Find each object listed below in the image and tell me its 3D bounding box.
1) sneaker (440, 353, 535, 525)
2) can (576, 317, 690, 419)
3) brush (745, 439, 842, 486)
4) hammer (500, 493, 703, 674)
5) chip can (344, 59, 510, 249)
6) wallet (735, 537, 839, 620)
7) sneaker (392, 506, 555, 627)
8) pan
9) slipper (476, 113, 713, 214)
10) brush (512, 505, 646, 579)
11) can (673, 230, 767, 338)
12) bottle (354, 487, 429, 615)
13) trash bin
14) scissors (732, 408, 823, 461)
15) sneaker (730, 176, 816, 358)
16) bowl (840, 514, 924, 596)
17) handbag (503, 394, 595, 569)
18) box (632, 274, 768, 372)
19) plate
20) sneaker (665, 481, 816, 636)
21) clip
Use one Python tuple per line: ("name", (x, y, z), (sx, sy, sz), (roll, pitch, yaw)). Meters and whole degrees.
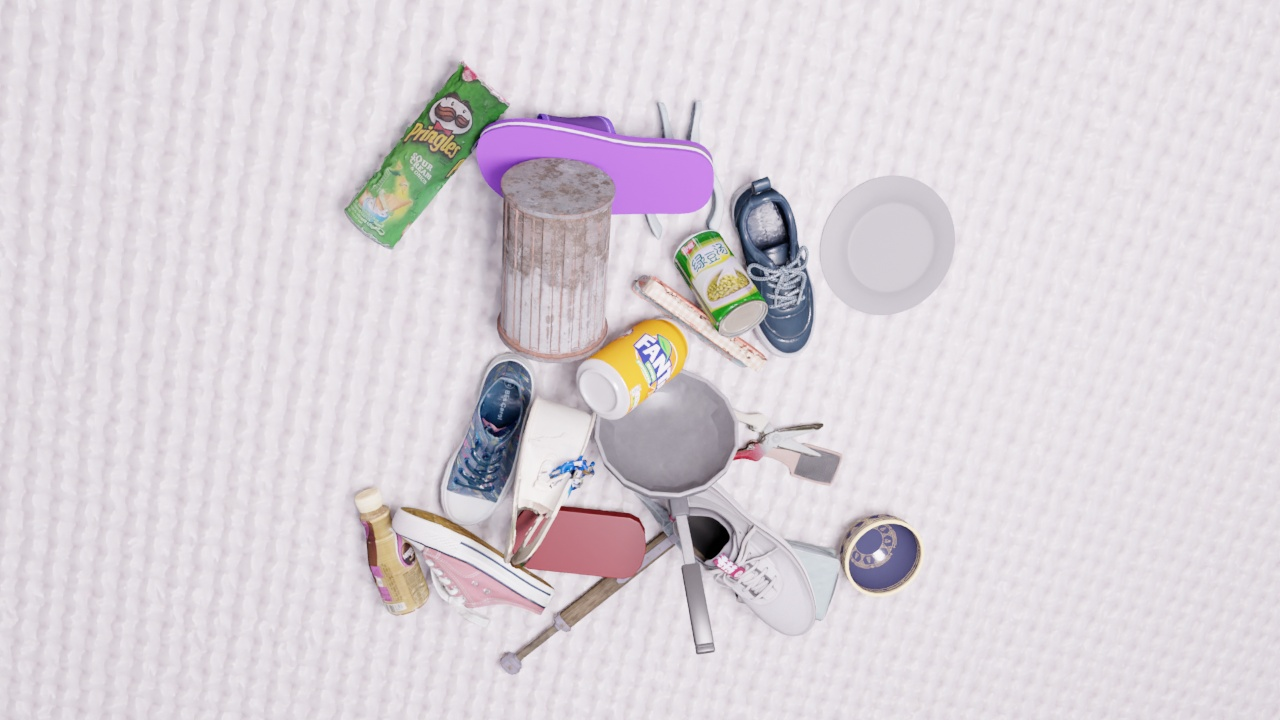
("sneaker", (-0.186, 0.109, 1.144), (0.087, 0.079, 0.236), (18, 103, -11))
("can", (-0.007, 0.006, 1.101), (0.079, 0.142, 0.079), (21, 128, 30))
("brush", (0.205, 0.133, 1.231), (0.135, 0.015, 0.050), (16, 102, -11))
("hammer", (-0.068, 0.320, 1.246), (0.317, 0.028, 0.147), (-39, 101, 4))
("chip can", (-0.245, -0.230, 1.044), (0.075, 0.075, 0.223), (39, 98, -15))
("wallet", (0.200, 0.294, 1.259), (0.131, 0.054, 0.100), (14, 96, -8))
("sneaker", (-0.224, 0.272, 1.174), (0.241, 0.118, 0.087), (36, 81, -21))
("pan", (0.045, 0.170, 1.093), (0.178, 0.356, 0.041), (-6, 149, -6))
("slipper", (-0.049, -0.234, 1.063), (0.266, 0.083, 0.107), (4, 131, -2))
("brush", (-0.079, 0.233, 1.200), (0.173, 0.042, 0.082), (6, 96, -1))
("can", (0.094, -0.092, 1.095), (0.067, 0.121, 0.067), (-22, 150, -14))
("bottle", (-0.323, 0.243, 1.176), (0.059, 0.059, 0.166), (-17, 106, -2))
("trash bin", (-0.096, -0.105, 1.036), (0.131, 0.130, 0.212), (1, 130, -7))
("scissors", (0.136, 0.098, 1.206), (0.193, 0.015, 0.179), (-39, 99, -3))
("sneaker", (0.169, -0.109, 1.120), (0.089, 0.087, 0.236), (-19, 106, -2))
("bowl", (0.322, 0.258, 1.255), (0.112, 0.061, 0.112), (-3, 106, -10))
("handbag", (-0.110, 0.150, 1.087), (0.093, 0.201, 0.199), (17, 79, -4))
("box", (0.073, -0.047, 1.135), (0.187, 0.083, 0.043), (35, 96, -13))
("plate", (0.317, -0.144, 1.167), (0.178, 0.012, 0.178), (-2, 106, -6))
("sneaker", (0.128, 0.258, 1.170), (0.097, 0.128, 0.263), (-42, 91, 14))
("clip", (0.023, -0.222, 1.103), (0.141, 0.029, 0.171), (-13, 106, -4))
